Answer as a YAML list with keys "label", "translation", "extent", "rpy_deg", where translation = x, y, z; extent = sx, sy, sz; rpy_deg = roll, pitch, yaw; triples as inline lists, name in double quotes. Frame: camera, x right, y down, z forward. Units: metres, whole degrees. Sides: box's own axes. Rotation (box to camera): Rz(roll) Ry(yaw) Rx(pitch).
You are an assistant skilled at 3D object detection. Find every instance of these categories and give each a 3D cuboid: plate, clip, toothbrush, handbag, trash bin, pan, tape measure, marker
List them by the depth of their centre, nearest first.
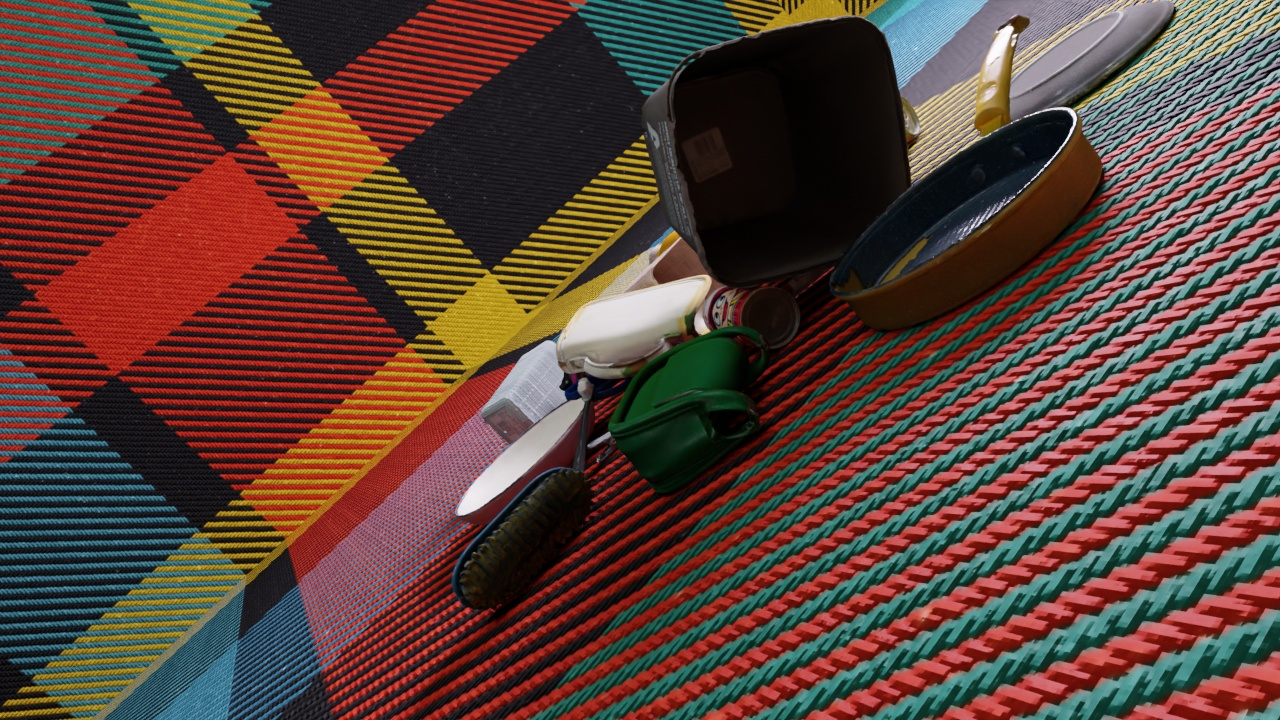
- label: "pan"
  translation: [0.253, -0.160, 0.690]
  extent: [0.198, 0.078, 0.356]
  rpy_deg: [-27, 18, 51]
- label: "handbag"
  translation: [0.043, 0.035, 0.709]
  extent: [0.120, 0.068, 0.131]
  rpy_deg: [-27, 15, 27]
- label: "plate"
  translation: [0.376, -0.262, 0.810]
  extent: [0.179, 0.024, 0.179]
  rpy_deg: [-40, 12, 10]
- label: "trash bin"
  translation: [0.103, -0.191, 0.846]
  extent: [0.198, 0.199, 0.220]
  rpy_deg: [-16, 17, -9]
- label: "marker"
  translation: [0.192, -0.107, 0.856]
  extent: [0.145, 0.017, 0.017]
  rpy_deg: [-39, 11, 11]
- label: "toothbrush"
  translation: [-0.058, 0.078, 0.880]
  extent: [0.016, 0.018, 0.180]
  rpy_deg: [-21, 35, 18]
- label: "clip"
  translation: [-0.025, 0.074, 0.891]
  extent: [0.057, 0.032, 0.025]
  rpy_deg: [-38, 14, -2]
- label: "handbag"
  translation: [-0.007, -0.017, 0.960]
  extent: [0.164, 0.063, 0.178]
  rpy_deg: [-12, 22, 24]
- label: "plate"
  translation: [-0.117, 0.113, 0.995]
  extent: [0.192, 0.039, 0.192]
  rpy_deg: [-39, 11, 9]
- label: "tape measure"
  translation: [-0.067, 0.019, 1.141]
  extent: [0.058, 0.057, 0.039]
  rpy_deg: [-67, 17, -7]

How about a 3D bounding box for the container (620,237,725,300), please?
- label: "container"
  translation: [0.036, -0.079, 1.099]
  extent: [0.090, 0.090, 0.111]
  rpy_deg: [-48, 10, -31]

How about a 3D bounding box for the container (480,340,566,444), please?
- label: "container"
  translation: [-0.136, 0.051, 1.182]
  extent: [0.090, 0.090, 0.111]
  rpy_deg: [-28, 20, 50]

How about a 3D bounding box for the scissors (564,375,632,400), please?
- label: "scissors"
  translation: [-0.019, 0.008, 1.022]
  extent: [0.133, 0.012, 0.172]
  rpy_deg: [-14, 15, 15]

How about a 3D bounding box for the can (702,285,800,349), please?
- label: "can"
  translation: [0.096, -0.041, 0.829]
  extent: [0.053, 0.053, 0.133]
  rpy_deg: [-42, 11, -5]

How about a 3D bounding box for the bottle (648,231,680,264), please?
- label: "bottle"
  translation: [0.081, -0.137, 1.136]
  extent: [0.190, 0.068, 0.067]
  rpy_deg: [-5, 36, 53]

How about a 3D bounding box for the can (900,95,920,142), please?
- label: "can"
  translation: [0.256, -0.253, 1.092]
  extent: [0.148, 0.058, 0.057]
  rpy_deg: [-30, 16, 45]

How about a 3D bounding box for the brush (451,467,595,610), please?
- label: "brush"
  translation: [-0.101, 0.147, 0.769]
  extent: [0.143, 0.055, 0.074]
  rpy_deg: [-46, 13, -22]
